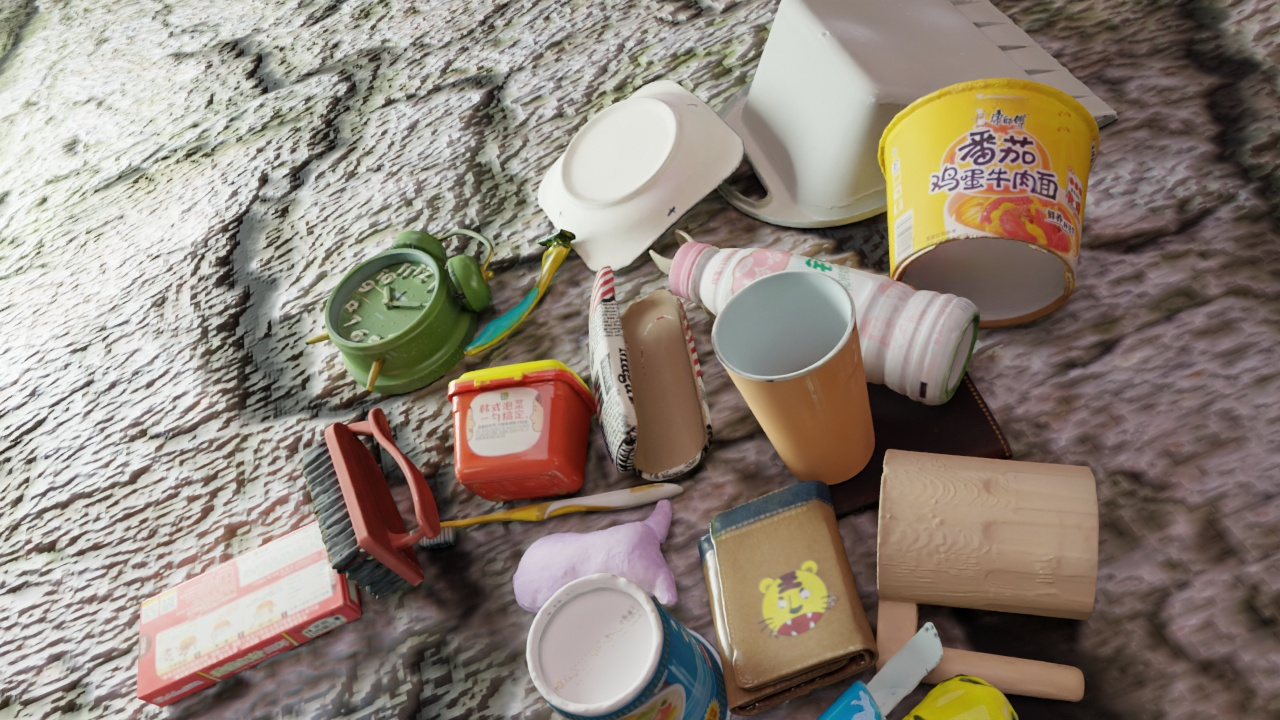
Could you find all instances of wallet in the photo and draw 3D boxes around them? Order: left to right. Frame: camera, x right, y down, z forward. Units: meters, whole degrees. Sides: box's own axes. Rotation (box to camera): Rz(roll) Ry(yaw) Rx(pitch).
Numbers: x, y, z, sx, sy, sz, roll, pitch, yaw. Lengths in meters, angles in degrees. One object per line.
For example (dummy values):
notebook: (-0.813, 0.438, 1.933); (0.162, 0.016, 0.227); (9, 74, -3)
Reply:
wallet: (0.078, 0.130, 0.515); (0.090, 0.033, 0.115); (-28, 39, 18)
wallet: (0.156, 0.043, 0.581); (0.122, 0.020, 0.096); (-20, 46, 7)

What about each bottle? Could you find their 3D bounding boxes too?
bottle: (0.110, -0.032, 0.590); (0.197, 0.068, 0.068); (21, 64, 27)

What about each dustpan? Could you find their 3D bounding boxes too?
dustpan: (0.192, -0.203, 0.757); (0.257, 0.143, 0.222); (-4, 47, -20)

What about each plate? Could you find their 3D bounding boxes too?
plate: (-0.012, -0.166, 0.763); (0.163, 0.034, 0.164); (-42, 49, 3)

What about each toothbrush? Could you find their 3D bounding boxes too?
toothbrush: (-0.064, 0.105, 0.616); (0.191, 0.016, 0.018); (-11, 63, 12)

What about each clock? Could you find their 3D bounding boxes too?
clock: (-0.185, -0.047, 0.745); (0.116, 0.056, 0.161); (29, 68, 33)

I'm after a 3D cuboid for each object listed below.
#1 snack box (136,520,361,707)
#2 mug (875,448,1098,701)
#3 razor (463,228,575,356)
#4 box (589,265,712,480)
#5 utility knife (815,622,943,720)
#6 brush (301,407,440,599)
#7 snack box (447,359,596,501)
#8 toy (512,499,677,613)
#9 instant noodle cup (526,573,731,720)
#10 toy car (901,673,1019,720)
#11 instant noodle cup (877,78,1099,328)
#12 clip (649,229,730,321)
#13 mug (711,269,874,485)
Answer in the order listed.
snack box: (-0.271, 0.172, 0.633); (0.153, 0.025, 0.075); (-25, 51, 0)
mug: (0.181, 0.112, 0.489); (0.104, 0.084, 0.124); (2, 80, 19)
razor: (-0.097, -0.051, 0.734); (0.043, 0.028, 0.132); (-7, 44, 54)
box: (-0.008, 0.002, 0.625); (0.076, 0.088, 0.162); (-27, 48, 21)
utility knife: (0.085, 0.205, 0.463); (0.191, 0.018, 0.034); (-45, 52, -2)
brush: (-0.186, 0.089, 0.636); (0.069, 0.063, 0.146); (-37, 44, -3)
snack box: (-0.081, 0.050, 0.623); (0.091, 0.082, 0.080); (-8, 62, 15)
toy: (-0.029, 0.126, 0.573); (0.108, 0.039, 0.083); (-15, 34, 13)
instant noodle cup: (-0.010, 0.167, 0.488); (0.099, 0.110, 0.099); (-10, 52, 13)
toy car: (0.140, 0.200, 0.452); (0.105, 0.032, 0.048); (-44, 51, 0)
instant noodle cup: (0.221, -0.093, 0.591); (0.138, 0.138, 0.109); (1, 63, 20)
clip: (0.060, -0.074, 0.695); (0.083, 0.035, 0.104); (-29, 42, 1)
mug: (0.096, 0.017, 0.533); (0.078, 0.123, 0.078); (-14, 47, 15)
